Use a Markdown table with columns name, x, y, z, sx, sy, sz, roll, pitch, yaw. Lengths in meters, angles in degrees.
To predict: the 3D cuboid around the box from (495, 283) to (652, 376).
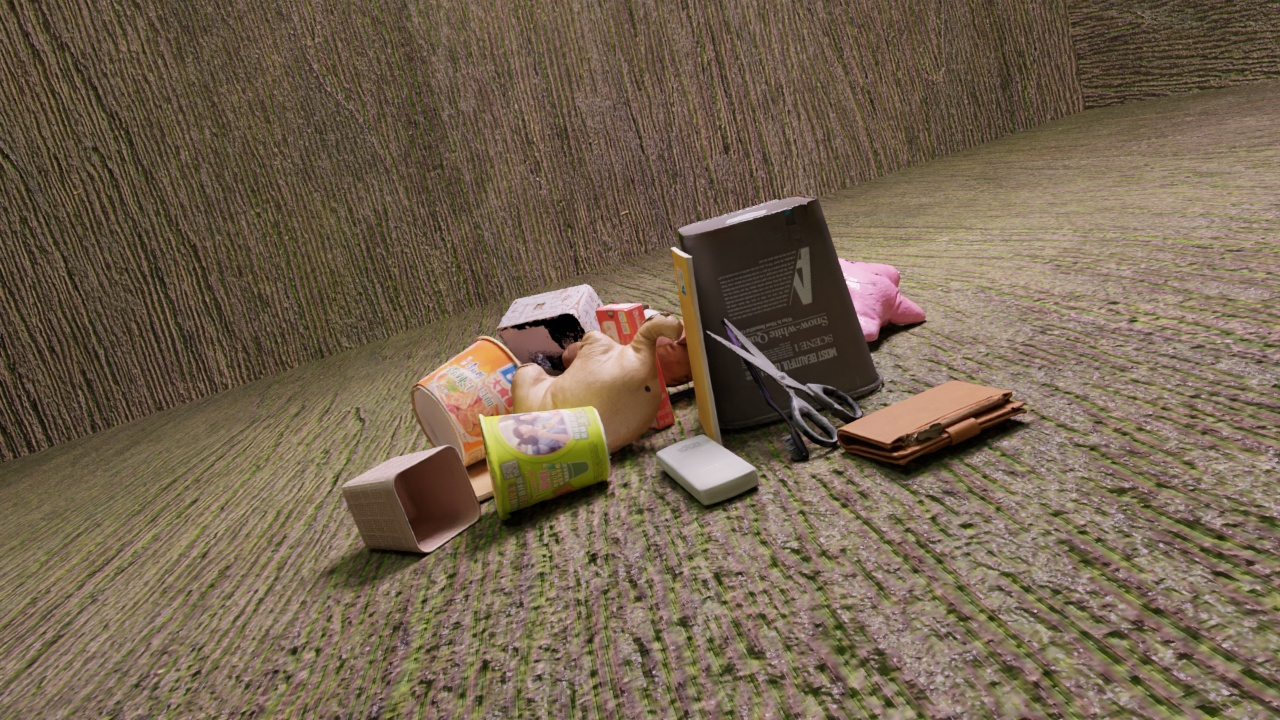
| name | x | y | z | sx | sy | sz | roll | pitch | yaw |
| --- | --- | --- | --- | --- | --- | --- | --- | --- | --- |
| box | -0.112 | -0.072 | 1.585 | 0.181 | 0.158 | 0.204 | -9 | 34 | 36 |

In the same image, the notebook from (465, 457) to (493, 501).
| name | x | y | z | sx | sy | sz | roll | pitch | yaw |
| --- | --- | --- | --- | --- | --- | --- | --- | --- | --- |
| notebook | -0.195 | 0.137 | 1.138 | 0.149 | 0.012 | 0.212 | -21 | 12 | -25 |

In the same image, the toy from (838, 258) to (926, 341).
| name | x | y | z | sx | sy | sz | roll | pitch | yaw |
| --- | --- | --- | --- | --- | --- | --- | --- | --- | --- |
| toy | 0.285 | -0.097 | 1.231 | 0.178 | 0.075 | 0.194 | -22 | 46 | -36 |

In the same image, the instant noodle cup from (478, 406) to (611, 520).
| name | x | y | z | sx | sy | sz | roll | pitch | yaw |
| --- | --- | --- | --- | --- | --- | --- | --- | --- | --- |
| instant noodle cup | -0.098 | 0.099 | 0.962 | 0.123 | 0.112 | 0.112 | -11 | 11 | -11 |

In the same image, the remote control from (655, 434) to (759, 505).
| name | x | y | z | sx | sy | sz | roll | pitch | yaw |
| --- | --- | --- | --- | --- | --- | --- | --- | --- | --- |
| remote control | 0.062 | 0.104 | 0.888 | 0.058 | 0.021 | 0.150 | -20 | 12 | -11 |

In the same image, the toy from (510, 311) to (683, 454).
| name | x | y | z | sx | sy | sz | roll | pitch | yaw |
| --- | --- | --- | --- | --- | --- | --- | --- | --- | --- |
| toy | -0.039 | 0.034 | 1.046 | 0.226 | 0.143 | 0.082 | -28 | -1 | 6 |

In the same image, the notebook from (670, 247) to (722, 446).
| name | x | y | z | sx | sy | sz | roll | pitch | yaw |
| --- | --- | --- | --- | --- | --- | --- | --- | --- | --- |
| notebook | 0.059 | -0.016 | 0.992 | 0.010 | 0.206 | 0.146 | -11 | 11 | -2 |

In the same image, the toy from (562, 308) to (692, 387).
| name | x | y | z | sx | sy | sz | roll | pitch | yaw |
| --- | --- | --- | --- | --- | --- | --- | --- | --- | --- |
| toy | 0.007 | -0.004 | 1.206 | 0.200 | 0.130 | 0.140 | -16 | -20 | 9 |

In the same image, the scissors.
| name | x | y | z | sx | sy | sz | roll | pitch | yaw |
| --- | --- | --- | --- | --- | --- | --- | --- | --- | --- |
| scissors | 0.142 | 0.022 | 0.904 | 0.163 | 0.014 | 0.165 | 14 | 41 | -17 |

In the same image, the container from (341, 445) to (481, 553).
| name | x | y | z | sx | sy | sz | roll | pitch | yaw |
| --- | --- | --- | --- | --- | --- | --- | --- | --- | --- |
| container | -0.247 | 0.149 | 0.977 | 0.111 | 0.090 | 0.089 | -11 | 14 | 41 |

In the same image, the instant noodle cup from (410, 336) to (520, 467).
| name | x | y | z | sx | sy | sz | roll | pitch | yaw |
| --- | --- | --- | --- | --- | --- | --- | --- | --- | --- |
| instant noodle cup | -0.213 | 0.059 | 1.164 | 0.111 | 0.151 | 0.152 | -31 | 17 | -30 |

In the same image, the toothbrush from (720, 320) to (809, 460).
| name | x | y | z | sx | sy | sz | roll | pitch | yaw |
| --- | --- | --- | --- | --- | --- | --- | --- | --- | --- |
| toothbrush | 0.119 | 0.026 | 0.914 | 0.017 | 0.189 | 0.014 | -42 | -39 | 19 |

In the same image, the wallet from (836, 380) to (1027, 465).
| name | x | y | z | sx | sy | sz | roll | pitch | yaw |
| --- | --- | --- | --- | --- | --- | --- | --- | --- | --- |
| wallet | 0.256 | 0.054 | 0.816 | 0.131 | 0.031 | 0.108 | -21 | 10 | -15 |

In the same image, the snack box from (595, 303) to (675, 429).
| name | x | y | z | sx | sy | sz | roll | pitch | yaw |
| --- | --- | --- | --- | --- | --- | --- | --- | --- | --- |
| snack box | -0.007 | 0.006 | 1.110 | 0.025 | 0.153 | 0.075 | -23 | 13 | -28 |

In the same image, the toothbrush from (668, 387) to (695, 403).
| name | x | y | z | sx | sy | sz | roll | pitch | yaw |
| --- | --- | --- | --- | --- | --- | --- | --- | --- | --- |
| toothbrush | 0.047 | 0.047 | 1.187 | 0.181 | 0.015 | 0.018 | -20 | 6 | -15 |

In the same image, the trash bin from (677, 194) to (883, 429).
| name | x | y | z | sx | sy | sz | roll | pitch | yaw |
| --- | --- | --- | --- | --- | --- | --- | --- | --- | --- |
| trash bin | 0.146 | -0.063 | 1.052 | 0.199 | 0.220 | 0.198 | -15 | 13 | 2 |
